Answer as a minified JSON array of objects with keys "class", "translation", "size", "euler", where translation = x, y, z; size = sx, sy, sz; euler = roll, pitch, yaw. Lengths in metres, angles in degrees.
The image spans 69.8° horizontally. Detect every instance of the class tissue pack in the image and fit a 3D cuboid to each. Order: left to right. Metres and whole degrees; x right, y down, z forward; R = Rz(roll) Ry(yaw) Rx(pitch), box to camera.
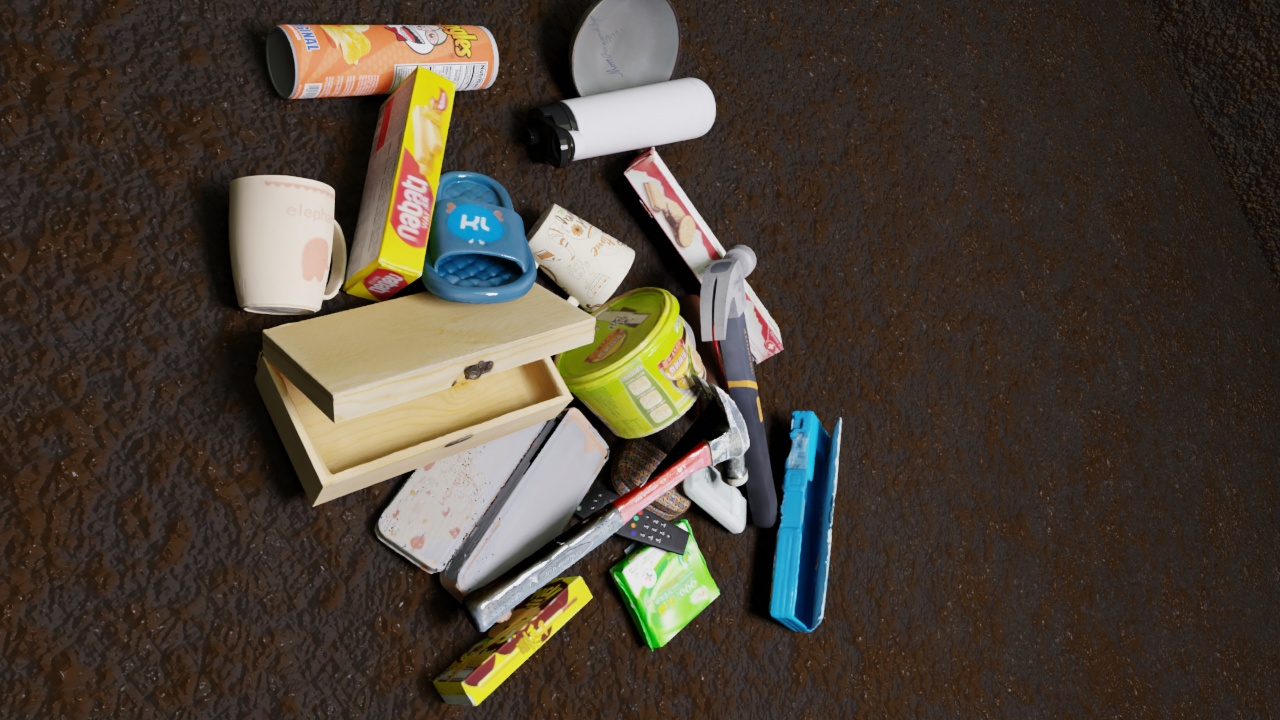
[{"class":"tissue pack","translation":[0.025,0.230,0.955],"size":[0.113,0.034,0.099],"euler":[-31,99,-37]}]

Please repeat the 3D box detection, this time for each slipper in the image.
[{"class":"slipper","translation":[-0.148,-0.121,0.843],"size":[0.103,0.059,0.213],"euler":[5,39,-17]}]

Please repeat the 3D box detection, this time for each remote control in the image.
[{"class":"remote control","translation":[-0.010,0.164,0.933],"size":[0.124,0.010,0.039],"euler":[24,60,-7]},{"class":"remote control","translation":[0.084,0.145,0.999],"size":[0.133,0.022,0.050],"euler":[44,41,-47]}]

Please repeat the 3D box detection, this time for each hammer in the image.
[{"class":"hammer","translation":[-0.024,0.135,0.849],"size":[0.325,0.036,0.141],"euler":[-32,128,-27]},{"class":"hammer","translation":[0.118,0.041,1.017],"size":[0.139,0.035,0.313],"euler":[-49,131,-58]}]

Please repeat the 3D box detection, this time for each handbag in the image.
[{"class":"handbag","translation":[0.026,0.079,1.006],"size":[0.093,0.043,0.195],"euler":[36,49,-21]}]

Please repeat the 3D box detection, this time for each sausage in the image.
[{"class":"sausage","translation":[0.073,-0.002,1.041],"size":[0.040,0.040,0.155],"euler":[-1,70,-38]}]

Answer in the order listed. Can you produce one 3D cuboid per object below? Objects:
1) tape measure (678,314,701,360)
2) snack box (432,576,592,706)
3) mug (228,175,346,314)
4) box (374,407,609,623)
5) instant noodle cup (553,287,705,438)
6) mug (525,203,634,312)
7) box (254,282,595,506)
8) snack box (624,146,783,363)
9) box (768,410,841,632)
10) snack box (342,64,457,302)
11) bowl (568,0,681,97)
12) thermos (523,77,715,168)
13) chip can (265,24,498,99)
[{"class":"tape measure","translation":[0.034,-0.018,1.012],"size":[0.016,0.064,0.065],"euler":[-23,88,-40]},{"class":"snack box","translation":[-0.113,0.248,0.822],"size":[0.148,0.061,0.025],"euler":[-36,99,-39]},{"class":"mug","translation":[-0.291,-0.091,0.774],"size":[0.111,0.085,0.104],"euler":[12,78,-66]},{"class":"box","translation":[-0.131,0.118,0.862],"size":[0.157,0.063,0.215],"euler":[40,56,-10]},{"class":"instant noodle cup","translation":[-0.005,0.005,0.929],"size":[0.098,0.146,0.145],"euler":[53,51,-26]},{"class":"mug","translation":[-0.080,-0.094,0.951],"size":[0.097,0.081,0.122],"euler":[36,84,-17]},{"class":"box","translation":[-0.181,0.004,0.787],"size":[0.248,0.149,0.141],"euler":[-19,61,-40]},{"class":"snack box","translation":[0.074,-0.121,1.069],"size":[0.273,0.044,0.076],"euler":[54,14,-15]},{"class":"box","translation":[0.203,0.187,1.069],"size":[0.091,0.066,0.243],"euler":[46,49,-54]},{"class":"snack box","translation":[-0.219,-0.159,0.834],"size":[0.042,0.092,0.200],"euler":[18,67,-33]},{"class":"bowl","translation":[-0.028,-0.355,1.044],"size":[0.150,0.057,0.151],"euler":[-23,133,-28]},{"class":"thermos","translation":[-0.014,-0.258,1.006],"size":[0.229,0.101,0.069],"euler":[-19,125,-30]},{"class":"chip can","translation":[-0.240,-0.286,0.873],"size":[0.209,0.062,0.062],"euler":[-18,88,-40]}]
